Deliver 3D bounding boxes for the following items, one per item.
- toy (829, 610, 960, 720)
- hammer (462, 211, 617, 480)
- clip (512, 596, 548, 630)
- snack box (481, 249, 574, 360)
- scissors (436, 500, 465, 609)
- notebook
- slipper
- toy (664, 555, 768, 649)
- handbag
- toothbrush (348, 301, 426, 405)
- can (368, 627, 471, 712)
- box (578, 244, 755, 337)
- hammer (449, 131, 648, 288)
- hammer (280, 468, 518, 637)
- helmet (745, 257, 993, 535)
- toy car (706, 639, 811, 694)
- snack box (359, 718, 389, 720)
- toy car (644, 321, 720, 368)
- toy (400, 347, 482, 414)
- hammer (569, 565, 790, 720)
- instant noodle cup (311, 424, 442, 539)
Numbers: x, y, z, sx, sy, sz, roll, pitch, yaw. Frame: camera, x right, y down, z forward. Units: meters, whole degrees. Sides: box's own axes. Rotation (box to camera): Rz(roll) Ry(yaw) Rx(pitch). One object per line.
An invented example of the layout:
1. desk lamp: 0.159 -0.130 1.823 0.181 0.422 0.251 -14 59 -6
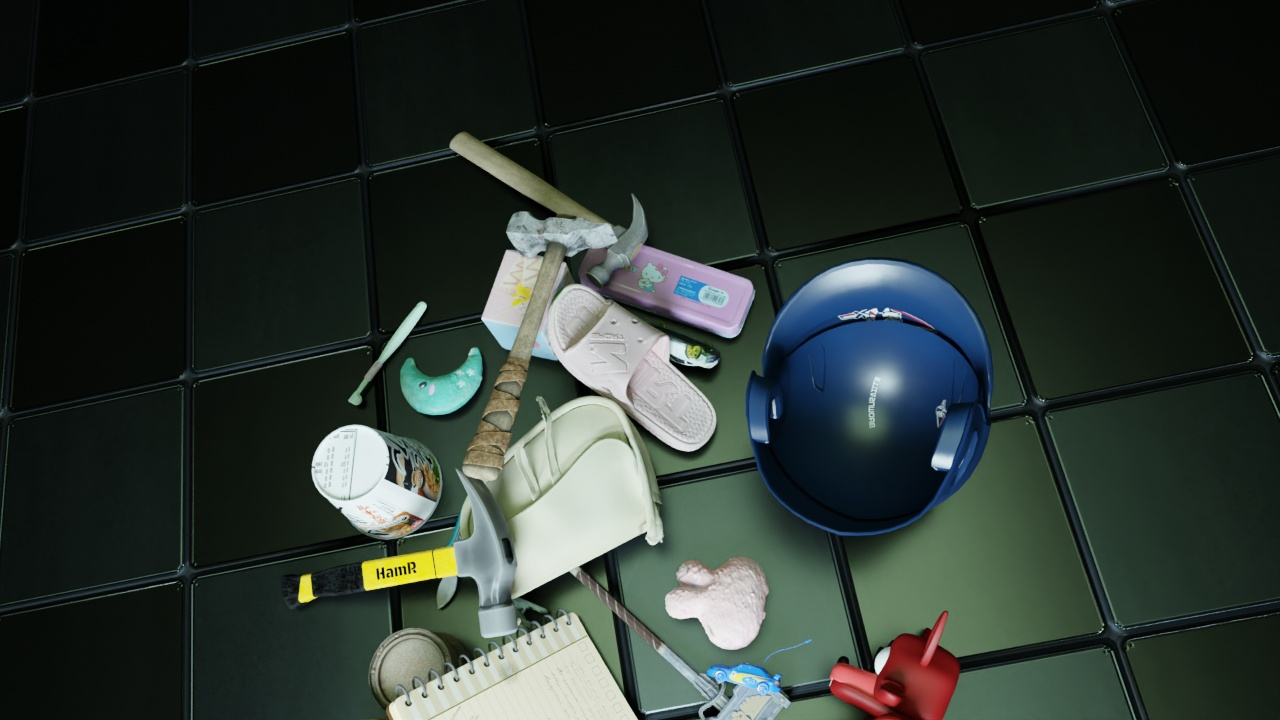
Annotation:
1. toy: 0.234 0.333 0.871 0.120 0.158 0.197 24 74 21
2. hammer: -0.121 -0.024 0.983 0.122 0.049 0.318 7 66 20
3. clip: -0.139 0.273 1.014 0.076 0.023 0.044 19 76 16
4. snack box: -0.128 -0.065 1.095 0.079 0.093 0.094 14 72 12
5. scissors: -0.208 0.207 1.050 0.136 0.019 0.138 -33 71 -2
6. notebook: -0.119 0.356 0.909 0.224 0.024 0.167 -15 63 -41
7. slipper: -0.006 0.006 1.027 0.239 0.065 0.094 42 63 -3
8. toy: 0.082 0.250 0.968 0.105 0.053 0.108 13 47 15
9. handbag: -0.091 0.150 0.981 0.229 0.132 0.184 -29 62 -4
10. toothbrush: -0.313 -0.010 1.142 0.022 0.015 0.154 18 70 46
11. can: -0.232 0.333 0.976 0.090 0.075 0.089 -2 70 7
12. box: 0.030 -0.092 1.117 0.214 0.033 0.076 20 72 14
13. hammer: -0.126 -0.212 1.168 0.331 0.031 0.119 34 73 28
14. hammer: -0.270 0.222 0.984 0.325 0.034 0.169 -16 77 27
15. helmet: 0.239 0.031 0.938 0.233 0.222 0.272 7 101 25
16. toy car: 0.117 0.297 0.913 0.092 0.033 0.061 11 77 16
17. snack box: -0.247 0.394 0.929 0.088 0.126 0.040 8 71 10
18. toy car: 0.043 -0.017 1.083 0.105 0.048 0.033 24 107 14
19. toy: -0.244 0.026 1.113 0.105 0.033 0.085 -6 59 6
20. hammer: 0.003 0.290 0.982 0.322 0.044 0.098 38 79 20
21. instant noodle cup: -0.302 0.130 1.033 0.124 0.122 0.123 -2 70 7
